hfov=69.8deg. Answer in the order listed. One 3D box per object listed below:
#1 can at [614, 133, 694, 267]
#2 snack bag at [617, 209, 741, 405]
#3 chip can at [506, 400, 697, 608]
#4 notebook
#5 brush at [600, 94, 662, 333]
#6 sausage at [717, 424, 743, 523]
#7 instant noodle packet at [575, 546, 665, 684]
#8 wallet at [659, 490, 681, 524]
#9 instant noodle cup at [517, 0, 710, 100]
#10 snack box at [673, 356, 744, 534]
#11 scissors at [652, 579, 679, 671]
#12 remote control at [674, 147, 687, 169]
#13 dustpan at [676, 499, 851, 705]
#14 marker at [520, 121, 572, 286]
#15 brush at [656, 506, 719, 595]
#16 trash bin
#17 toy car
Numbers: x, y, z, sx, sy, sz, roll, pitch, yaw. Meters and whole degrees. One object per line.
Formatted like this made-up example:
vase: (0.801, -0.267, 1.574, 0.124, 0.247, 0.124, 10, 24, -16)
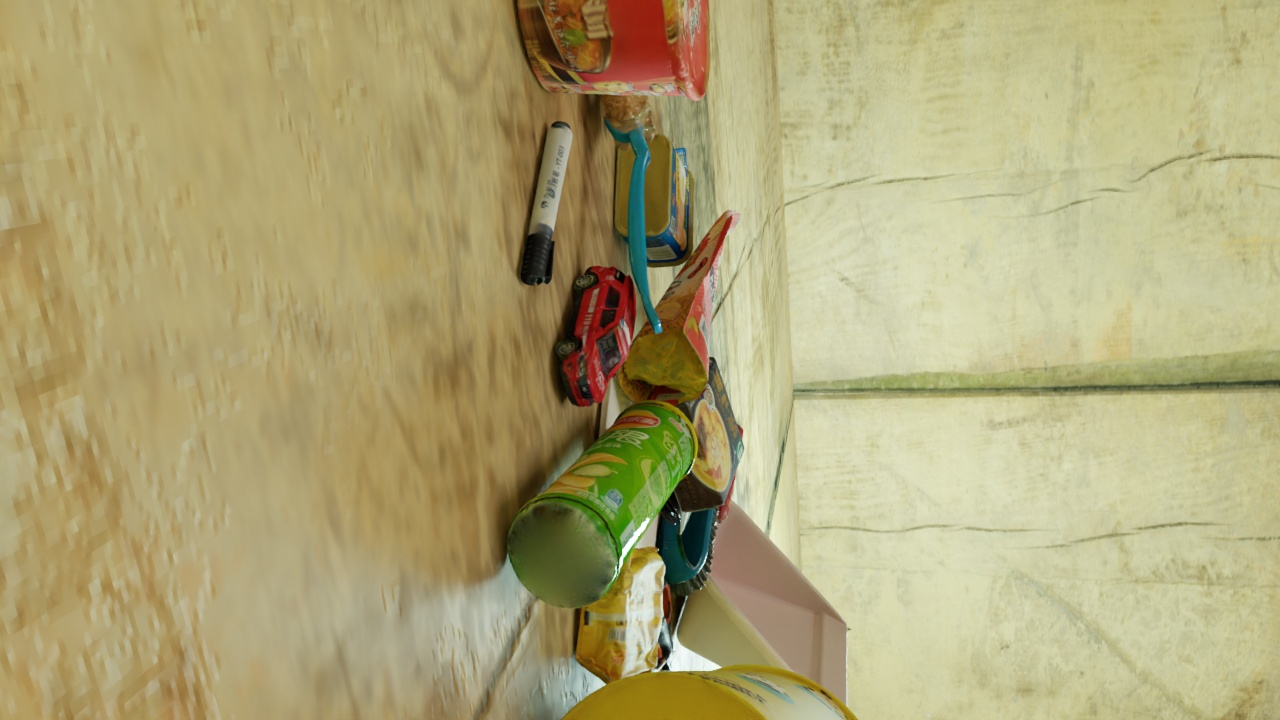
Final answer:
can: (0.013, -0.147, 0.845, 0.083, 0.057, 0.102, 37, 53, -70)
snack bag: (0.043, -0.043, 0.825, 0.207, 0.073, 0.129, -66, 177, -53)
chip can: (-0.019, 0.090, 0.629, 0.220, 0.073, 0.072, -40, 127, -69)
notebook: (-0.008, 0.104, 0.823, 0.209, 0.012, 0.150, 66, 26, -58)
brush: (-0.006, -0.143, 0.720, 0.083, 0.046, 0.254, 74, 9, -73)
sausage: (0.106, 0.133, 1.099, 0.155, 0.020, 0.020, -72, 157, -44)
instant noodle packet: (-0.015, 0.195, 0.720, 0.128, 0.044, 0.110, 45, 46, -68)
wallet: (0.025, 0.079, 0.863, 0.096, 0.020, 0.122, 58, 33, -46)
instant noodle cup: (-0.016, -0.241, 0.621, 0.137, 0.109, 0.138, -1, 89, -76)
snack box: (0.053, 0.077, 0.851, 0.126, 0.053, 0.113, 69, 23, -16)
scissors: (0.033, 0.285, 0.937, 0.235, 0.022, 0.124, 51, 48, -68)
remote control: (0.032, -0.204, 0.995, 0.124, 0.024, 0.049, -51, 138, -71)
dustpan: (0.147, 0.264, 1.054, 0.222, 0.273, 0.139, -61, 172, -70)
marker: (-0.061, -0.106, 0.611, 0.018, 0.022, 0.130, -36, -140, 51)
brush: (0.045, 0.169, 0.949, 0.143, 0.055, 0.073, -75, 150, -49)
trash bin: (0.051, 0.320, 0.633, 0.255, 0.230, 0.229, 48, 42, -61)
toy car: (-0.031, -0.020, 0.678, 0.053, 0.045, 0.120, 73, 23, -44)
